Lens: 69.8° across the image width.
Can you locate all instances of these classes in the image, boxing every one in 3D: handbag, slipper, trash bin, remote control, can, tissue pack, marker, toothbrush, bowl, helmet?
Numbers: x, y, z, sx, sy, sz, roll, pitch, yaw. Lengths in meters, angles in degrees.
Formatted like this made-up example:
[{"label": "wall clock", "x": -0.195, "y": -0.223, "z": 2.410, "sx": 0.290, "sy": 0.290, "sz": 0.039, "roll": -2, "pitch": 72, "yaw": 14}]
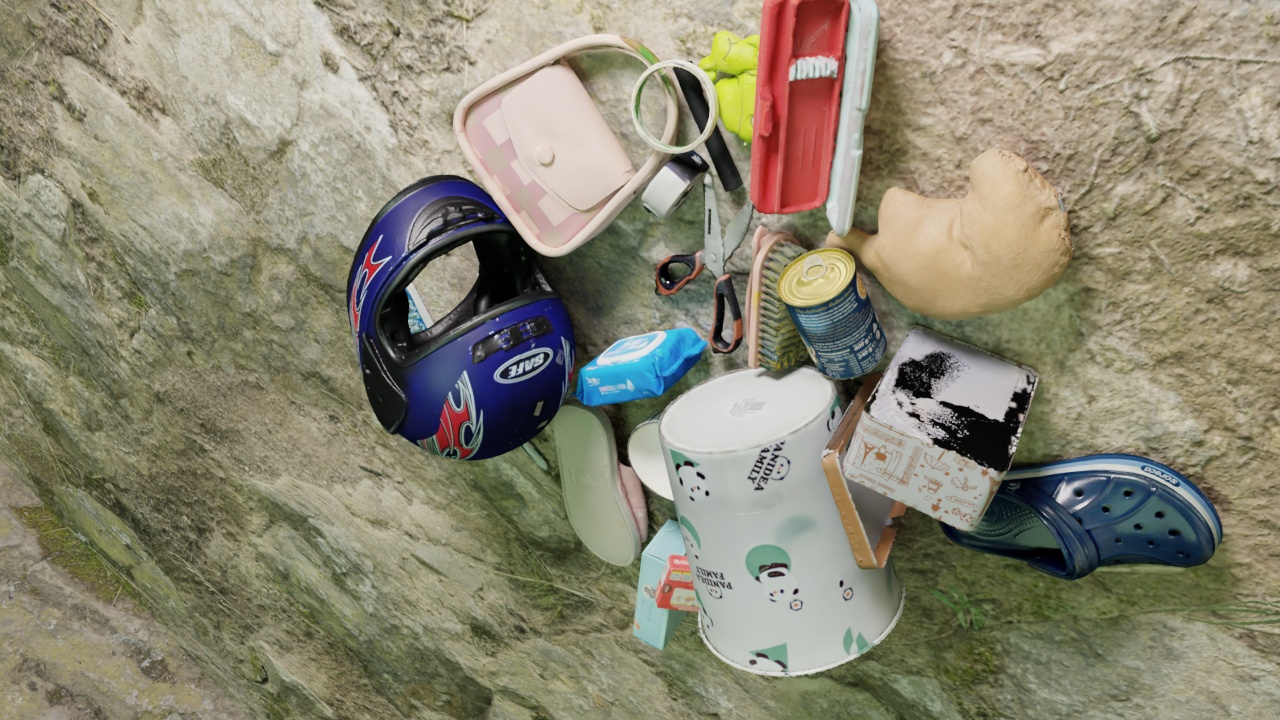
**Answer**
[{"label": "handbag", "x": -0.061, "y": -0.235, "z": 0.949, "sx": 0.235, "sy": 0.093, "sz": 0.193, "roll": -29, "pitch": 101, "yaw": 31}, {"label": "slipper", "x": -0.051, "y": 0.158, "z": 1.208, "sx": 0.114, "sy": 0.054, "sz": 0.275, "roll": 7, "pitch": 125, "yaw": 30}, {"label": "trash bin", "x": 0.138, "y": 0.154, "z": 0.963, "sx": 0.230, "sy": 0.228, "sz": 0.252, "roll": -3, "pitch": 116, "yaw": 35}, {"label": "remote control", "x": -0.304, "y": -0.048, "z": 1.261, "sx": 0.049, "sy": 0.024, "sz": 0.125, "roll": -9, "pitch": 112, "yaw": 37}, {"label": "can", "x": 0.186, "y": -0.043, "z": 0.882, "sx": 0.075, "sy": 0.075, "sz": 0.111, "roll": -2, "pitch": 138, "yaw": 35}, {"label": "tissue pack", "x": -0.006, "y": 0.006, "z": 1.052, "sx": 0.157, "sy": 0.094, "sz": 0.052, "roll": -11, "pitch": 111, "yaw": 40}, {"label": "marker", "x": 0.067, "y": -0.229, "z": 0.898, "sx": 0.022, "sy": 0.020, "sz": 0.132, "roll": -10, "pitch": 112, "yaw": 43}, {"label": "toothbrush", "x": -0.196, "y": 0.082, "z": 1.279, "sx": 0.191, "sy": 0.018, "sz": 0.016, "roll": 48, "pitch": 133, "yaw": -3}, {"label": "slipper", "x": 0.405, "y": 0.155, "z": 0.878, "sx": 0.253, "sy": 0.095, "sz": 0.105, "roll": -4, "pitch": 119, "yaw": 39}, {"label": "bowl", "x": 0.050, "y": 0.106, "z": 1.098, "sx": 0.116, "sy": 0.066, "sz": 0.117, "roll": 17, "pitch": 127, "yaw": 23}, {"label": "helmet", "x": -0.190, "y": -0.023, "z": 1.042, "sx": 0.240, "sy": 0.246, "sz": 0.316, "roll": 48, "pitch": 147, "yaw": 21}]

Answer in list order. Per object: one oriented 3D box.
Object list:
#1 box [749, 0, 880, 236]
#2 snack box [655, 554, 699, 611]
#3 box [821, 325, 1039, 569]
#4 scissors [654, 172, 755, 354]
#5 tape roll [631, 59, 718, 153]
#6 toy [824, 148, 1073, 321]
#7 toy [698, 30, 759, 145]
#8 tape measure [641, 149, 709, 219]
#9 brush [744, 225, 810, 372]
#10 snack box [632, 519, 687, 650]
[{"label": "box", "x": 0.156, "y": -0.210, "z": 0.793, "sx": 0.095, "sy": 0.101, "sz": 0.202, "roll": -8, "pitch": 124, "yaw": -12}, {"label": "snack box", "x": 0.101, "y": 0.286, "z": 1.155, "sx": 0.153, "sy": 0.025, "sz": 0.075, "roll": 8, "pitch": 126, "yaw": -11}, {"label": "box", "x": 0.258, "y": 0.096, "z": 0.875, "sx": 0.154, "sy": 0.182, "sz": 0.185, "roll": 23, "pitch": 129, "yaw": 20}, {"label": "scissors", "x": 0.072, "y": -0.092, "z": 0.950, "sx": 0.226, "sy": 0.015, "sz": 0.189, "roll": -10, "pitch": 113, "yaw": 58}, {"label": "tape roll", "x": 0.032, "y": -0.240, "z": 0.870, "sx": 0.086, "sy": 0.013, "sz": 0.086, "roll": 10, "pitch": 116, "yaw": 22}, {"label": "toy", "x": 0.265, "y": -0.096, "z": 0.820, "sx": 0.227, "sy": 0.082, "sz": 0.143, "roll": -16, "pitch": 103, "yaw": 44}, {"label": "toy", "x": 0.097, "y": -0.252, "z": 0.855, "sx": 0.097, "sy": 0.031, "sz": 0.100, "roll": 17, "pitch": 123, "yaw": 24}, {"label": "tape measure", "x": 0.033, "y": -0.175, "z": 0.925, "sx": 0.033, "sy": 0.065, "sz": 0.066, "roll": 41, "pitch": 133, "yaw": 2}, {"label": "brush", "x": 0.137, "y": -0.063, "z": 0.936, "sx": 0.073, "sy": 0.063, "sz": 0.146, "roll": 39, "pitch": 140, "yaw": 49}, {"label": "snack box", "x": 0.034, "y": 0.302, "z": 1.232, "sx": 0.052, "sy": 0.074, "sz": 0.175, "roll": 22, "pitch": 129, "yaw": 22}]
